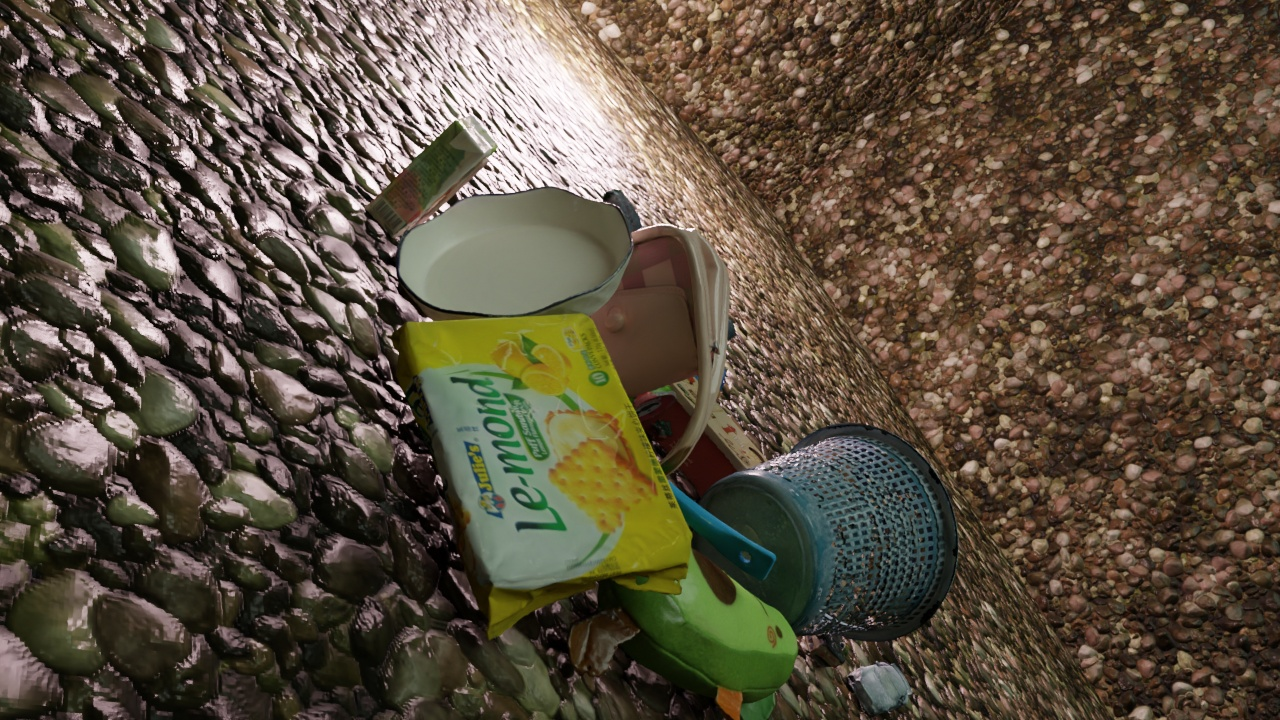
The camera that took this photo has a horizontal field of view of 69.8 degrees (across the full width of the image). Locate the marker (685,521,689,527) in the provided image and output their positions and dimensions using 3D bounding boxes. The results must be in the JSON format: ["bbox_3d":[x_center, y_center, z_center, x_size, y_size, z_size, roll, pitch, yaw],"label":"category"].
[{"bbox_3d":[0.048,0.162,0.942,0.022,0.018,0.130,50,15,29],"label":"marker"}]

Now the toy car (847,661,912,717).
[{"bbox_3d":[0.277,0.376,1.056,0.120,0.037,0.054,19,37,-54],"label":"toy car"}]

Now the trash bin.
[{"bbox_3d":[0.160,0.176,0.894,0.194,0.227,0.226,1,50,-45],"label":"trash bin"}]

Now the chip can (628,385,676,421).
[{"bbox_3d":[-0.042,-0.048,0.997,0.072,0.072,0.236,13,49,-63],"label":"chip can"}]

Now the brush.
[{"bbox_3d":[0.004,0.094,0.751,0.255,0.083,0.045,35,29,28],"label":"brush"}]

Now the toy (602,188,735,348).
[{"bbox_3d":[0.040,-0.068,1.099,0.356,0.092,0.137,45,40,-52],"label":"toy"}]

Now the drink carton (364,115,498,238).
[{"bbox_3d":[-0.188,-0.165,0.834,0.045,0.123,0.053,49,17,-11],"label":"drink carton"}]

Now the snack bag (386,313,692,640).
[{"bbox_3d":[-0.075,0.068,0.657,0.157,0.068,0.246,-5,53,-31],"label":"snack bag"}]

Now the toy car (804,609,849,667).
[{"bbox_3d":[0.202,0.300,1.019,0.042,0.035,0.090,47,18,-17],"label":"toy car"}]

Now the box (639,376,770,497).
[{"bbox_3d":[0.058,0.087,1.038,0.168,0.079,0.091,50,18,17],"label":"box"}]

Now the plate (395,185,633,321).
[{"bbox_3d":[-0.108,-0.086,0.806,0.204,0.205,0.046,-106,-172,-51],"label":"plate"}]

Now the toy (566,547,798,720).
[{"bbox_3d":[0.037,0.200,0.718,0.246,0.090,0.226,33,24,-34],"label":"toy"}]

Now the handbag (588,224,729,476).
[{"bbox_3d":[-0.005,0.005,0.854,0.093,0.194,0.233,27,50,-52],"label":"handbag"}]

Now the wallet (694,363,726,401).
[{"bbox_3d":[0.065,0.013,1.204,0.106,0.040,0.132,45,24,-2],"label":"wallet"}]
